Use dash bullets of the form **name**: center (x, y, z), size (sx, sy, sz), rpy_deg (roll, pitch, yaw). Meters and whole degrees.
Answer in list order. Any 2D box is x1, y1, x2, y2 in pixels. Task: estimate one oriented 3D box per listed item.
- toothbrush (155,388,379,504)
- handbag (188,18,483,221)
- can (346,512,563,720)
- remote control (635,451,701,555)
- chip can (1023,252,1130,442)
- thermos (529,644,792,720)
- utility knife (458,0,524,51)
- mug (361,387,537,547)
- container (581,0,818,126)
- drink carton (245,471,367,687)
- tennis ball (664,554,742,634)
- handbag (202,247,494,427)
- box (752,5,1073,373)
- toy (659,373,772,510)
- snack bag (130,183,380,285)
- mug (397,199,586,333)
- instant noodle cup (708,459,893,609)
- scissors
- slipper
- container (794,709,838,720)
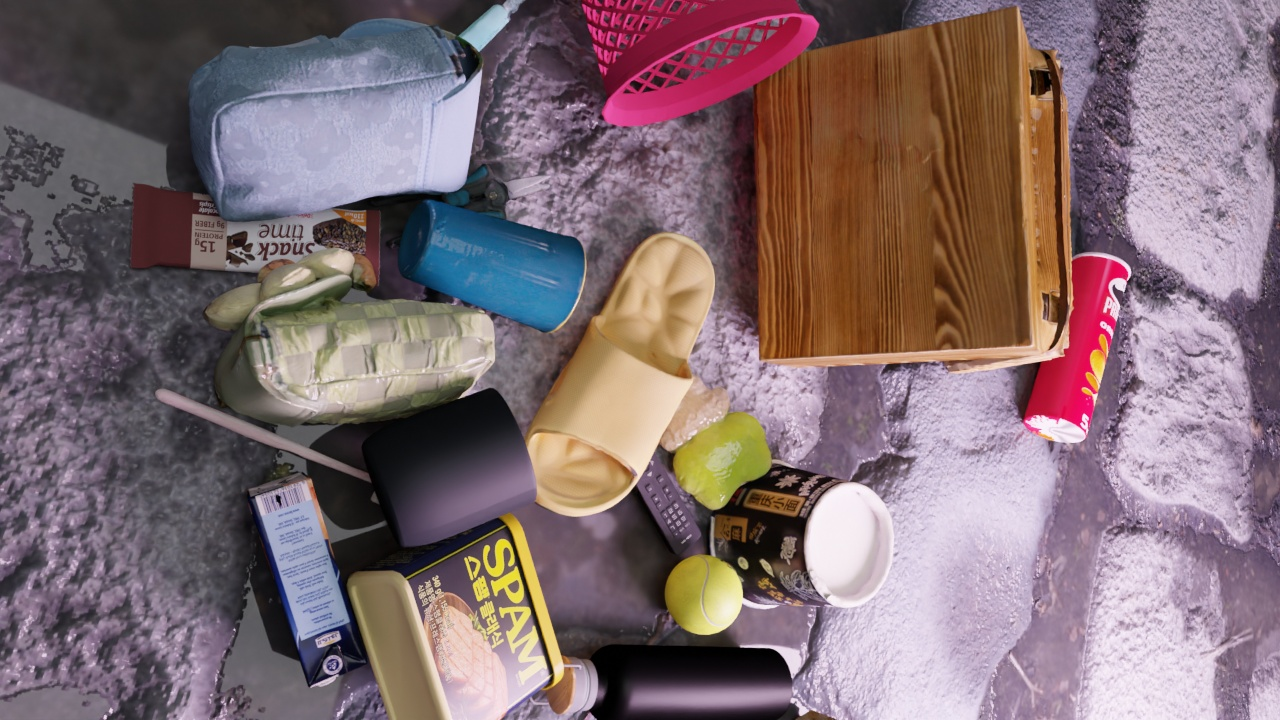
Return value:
- **toothbrush**: center (-0.242, 0.062, 0.629), size (0.181, 0.016, 0.018), rpy_deg (30, 77, -27)
- **handbag**: center (-0.204, -0.167, 0.619), size (0.191, 0.122, 0.118), rpy_deg (-17, 59, -27)
- **can**: center (-0.127, 0.186, 0.637), size (0.104, 0.075, 0.135), rpy_deg (-22, 98, -50)
- **remote control**: center (0.007, 0.102, 0.781), size (0.032, 0.015, 0.136), rpy_deg (-35, 102, -29)
- **chip can**: center (0.512, -0.016, 1.074), size (0.069, 0.069, 0.220), rpy_deg (33, 70, -26)
- **thermos**: center (0.017, 0.263, 0.746), size (0.231, 0.061, 0.061), rpy_deg (12, 80, -31)
- **utility knife**: center (-0.117, -0.272, 0.734), size (0.022, 0.016, 0.179), rpy_deg (47, 66, -21)
- **mug**: center (-0.138, 0.068, 0.633), size (0.094, 0.122, 0.085), rpy_deg (-20, 115, -21)
- **container**: center (0.016, -0.335, 0.741), size (0.182, 0.184, 0.225), rpy_deg (-20, 89, -32)
- **drink carton**: center (-0.221, 0.143, 0.606), size (0.040, 0.064, 0.130), rpy_deg (-18, 96, -23)
- **tennis ball**: center (0.053, 0.197, 0.772), size (0.065, 0.065, 0.065), rpy_deg (3, 84, -32)
- **handbag**: center (-0.193, -0.018, 0.617), size (0.186, 0.113, 0.117), rpy_deg (-5, 80, -35)
- **box**: center (0.296, -0.131, 0.877), size (0.314, 0.283, 0.279), rpy_deg (10, 78, -59)
- **toy**: center (0.059, 0.067, 0.798), size (0.092, 0.046, 0.115), rpy_deg (-36, 94, -18)
- **snack bag**: center (-0.258, -0.084, 0.628), size (0.157, 0.013, 0.057), rpy_deg (3, 86, -28)
- **mug**: center (-0.112, -0.072, 0.680), size (0.121, 0.078, 0.078), rpy_deg (16, 78, -34)
- **instant noodle cup**: center (0.147, 0.156, 0.807), size (0.137, 0.112, 0.137), rpy_deg (4, 83, -33)
- **scissors**: center (-0.138, -0.127, 0.706), size (0.140, 0.019, 0.128), rpy_deg (28, 73, -27)
- **slipper**: center (-0.004, 0.004, 0.737), size (0.099, 0.079, 0.262), rpy_deg (31, 67, -14)
- **container**: center (0.139, 0.422, 0.757), size (0.186, 0.158, 0.249), rpy_deg (49, 63, -32)
